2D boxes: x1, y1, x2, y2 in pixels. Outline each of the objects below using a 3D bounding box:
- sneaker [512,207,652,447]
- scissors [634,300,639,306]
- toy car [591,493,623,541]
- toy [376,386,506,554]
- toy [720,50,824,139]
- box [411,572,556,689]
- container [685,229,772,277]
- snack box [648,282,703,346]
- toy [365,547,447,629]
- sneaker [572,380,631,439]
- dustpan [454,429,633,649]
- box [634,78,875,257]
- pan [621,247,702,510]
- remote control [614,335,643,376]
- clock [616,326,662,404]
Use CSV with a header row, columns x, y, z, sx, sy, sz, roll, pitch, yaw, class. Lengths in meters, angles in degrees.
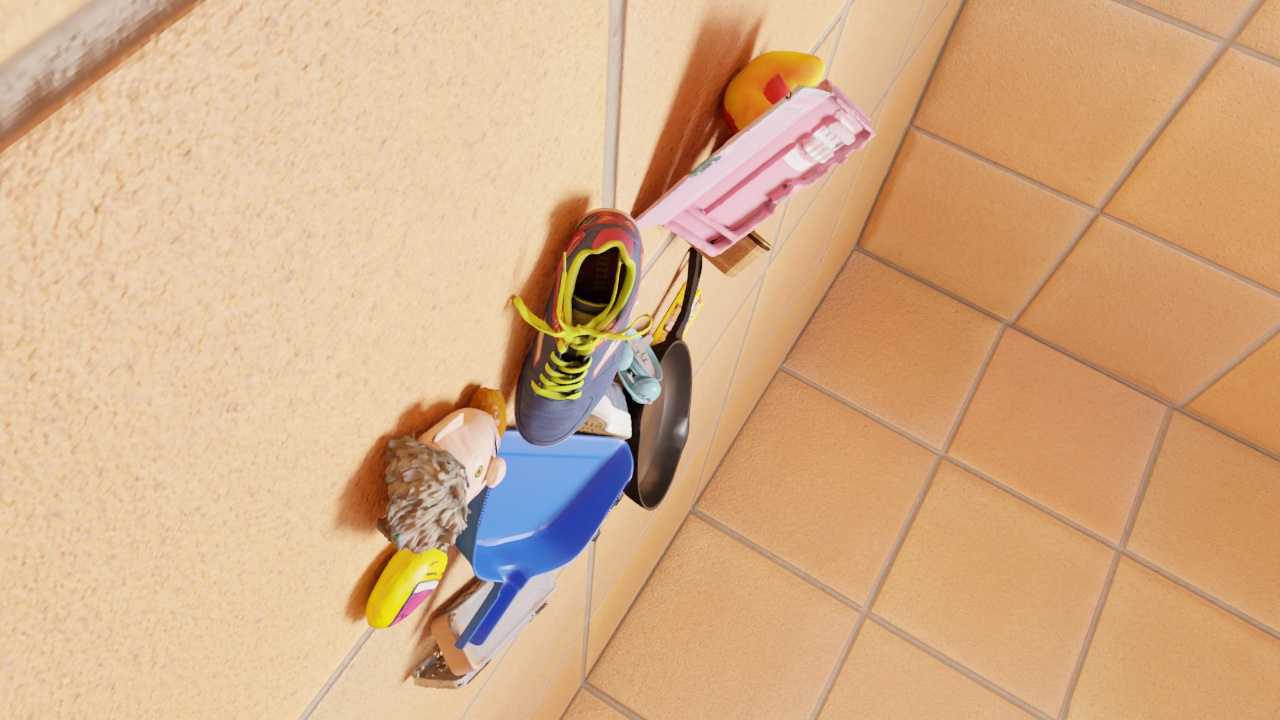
x,y,z,sx,sy,sz,roll,pitch,yaw,class
-0.063,-0.016,0.814,0.091,0.116,0.242,-100,-153,-63,sneaker
-0.028,-0.042,1.018,0.132,0.015,0.110,-40,135,-63,scissors
-0.069,0.232,1.419,0.081,0.056,0.189,-57,174,-13,toy car
-0.149,0.087,0.744,0.175,0.076,0.133,-59,171,-46,toy
0.146,-0.262,1.068,0.147,0.099,0.216,-43,163,-11,toy
-0.184,0.302,1.114,0.215,0.094,0.107,-32,126,-64,box
0.095,-0.152,1.106,0.061,0.114,0.063,-50,170,13,container
0.041,-0.035,1.327,0.152,0.025,0.075,-59,168,-7,snack box
-0.210,0.199,0.820,0.094,0.041,0.095,-55,170,-9,toy
-0.065,0.041,1.010,0.235,0.087,0.079,42,43,-74,sneaker
-0.135,0.196,0.975,0.258,0.059,0.245,-56,150,14,dustpan
0.110,-0.203,0.953,0.233,0.059,0.179,-34,156,29,box
0.029,0.020,1.224,0.248,0.043,0.355,33,68,-71,pan
-0.029,0.003,1.170,0.124,0.010,0.039,-40,156,-56,remote control
-0.006,0.006,1.065,0.042,0.087,0.123,-33,-161,17,clock
